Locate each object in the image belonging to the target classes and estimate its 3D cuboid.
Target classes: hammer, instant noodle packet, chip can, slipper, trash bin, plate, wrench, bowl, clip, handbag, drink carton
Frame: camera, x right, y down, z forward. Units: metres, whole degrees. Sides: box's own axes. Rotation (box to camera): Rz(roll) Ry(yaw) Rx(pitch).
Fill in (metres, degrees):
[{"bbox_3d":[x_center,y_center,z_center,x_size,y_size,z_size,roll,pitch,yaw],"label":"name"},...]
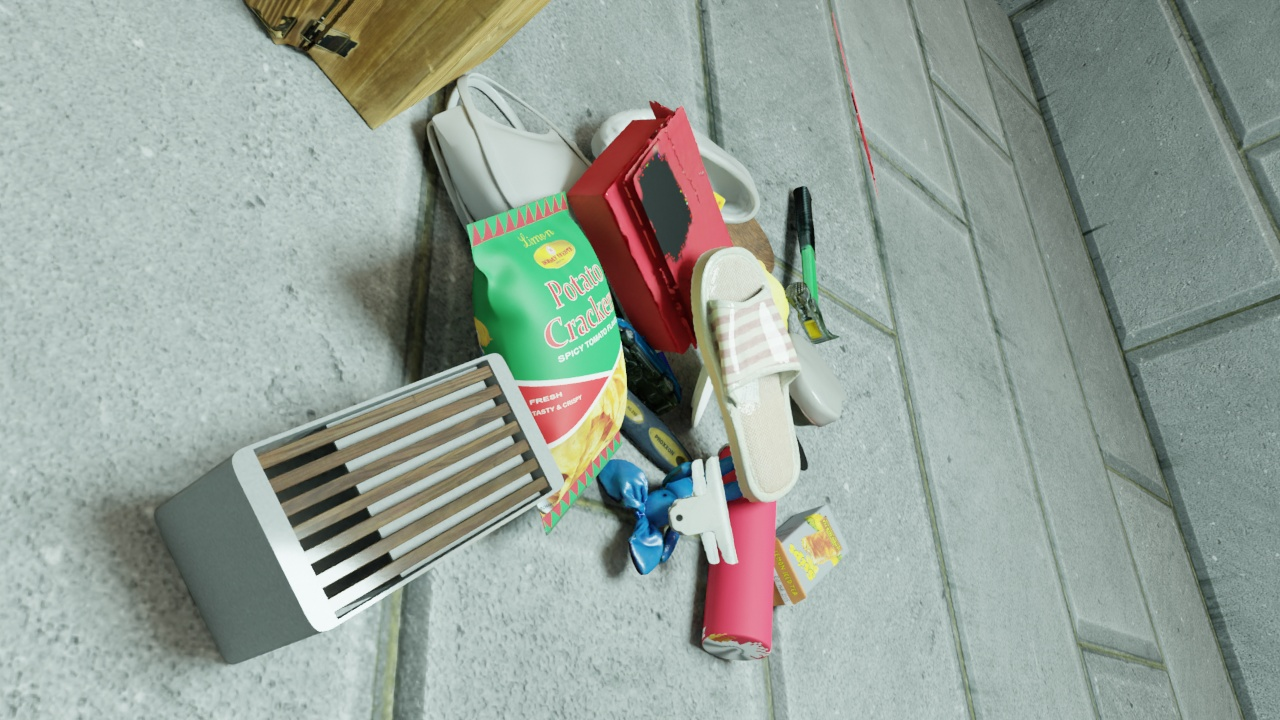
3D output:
[{"bbox_3d":[0.238,-0.147,1.305,0.130,0.032,0.317,54,28,-36],"label":"hammer"},{"bbox_3d":[-0.073,-0.008,0.791,0.195,0.090,0.253,-45,126,-65],"label":"instant noodle packet"},{"bbox_3d":[0.106,0.192,0.952,0.069,0.069,0.220,36,45,-30],"label":"chip can"},{"bbox_3d":[0.191,0.038,1.121,0.113,0.081,0.265,49,14,-1],"label":"slipper"},{"bbox_3d":[-0.184,0.094,0.637,0.228,0.115,0.114,-26,89,-52],"label":"trash bin"},{"bbox_3d":[0.076,0.010,1.000,0.011,0.135,0.134,20,42,9],"label":"plate"},{"bbox_3d":[-0.032,0.029,0.916,0.273,0.022,0.073,47,69,-24],"label":"wrench"},{"bbox_3d":[0.113,0.017,0.903,0.114,0.052,0.263,-23,105,-38],"label":"slipper"},{"bbox_3d":[0.134,-0.157,1.227,0.114,0.026,0.101,53,38,-12],"label":"bowl"},{"bbox_3d":[0.059,0.143,0.861,0.052,0.058,0.102,3,76,-65],"label":"clip"},{"bbox_3d":[0.047,-0.226,1.108,0.246,0.112,0.074,17,19,-36],"label":"slipper"},{"bbox_3d":[-0.122,-0.201,0.940,0.215,0.096,0.222,-1,57,-51],"label":"handbag"},{"bbox_3d":[0.179,0.218,1.037,0.124,0.049,0.076,-22,86,-52],"label":"drink carton"}]

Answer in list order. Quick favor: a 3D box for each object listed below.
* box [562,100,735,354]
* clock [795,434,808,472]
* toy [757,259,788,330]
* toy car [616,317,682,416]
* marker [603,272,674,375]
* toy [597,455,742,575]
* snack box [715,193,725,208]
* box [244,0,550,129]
[{"bbox_3d":[-0.005,-0.137,0.957,0.164,0.153,0.214,-57,138,-33],"label":"box"},{"bbox_3d":[0.150,0.085,1.075,0.122,0.035,0.094,59,18,5],"label":"clock"},{"bbox_3d":[0.141,-0.063,1.132,0.207,0.092,0.134,-7,84,-72],"label":"toy"},{"bbox_3d":[-0.006,0.006,0.950,0.120,0.056,0.043,49,34,-22],"label":"toy car"},{"bbox_3d":[-0.003,-0.039,1.000,0.133,0.023,0.027,65,22,3],"label":"marker"},{"bbox_3d":[0.030,0.134,0.903,0.175,0.071,0.112,-17,80,-42],"label":"toy"},{"bbox_3d":[0.030,-0.157,1.039,0.083,0.061,0.105,27,88,-37],"label":"snack box"},{"bbox_3d":[-0.217,-0.422,0.776,0.334,0.280,0.285,51,39,-18],"label":"box"}]
